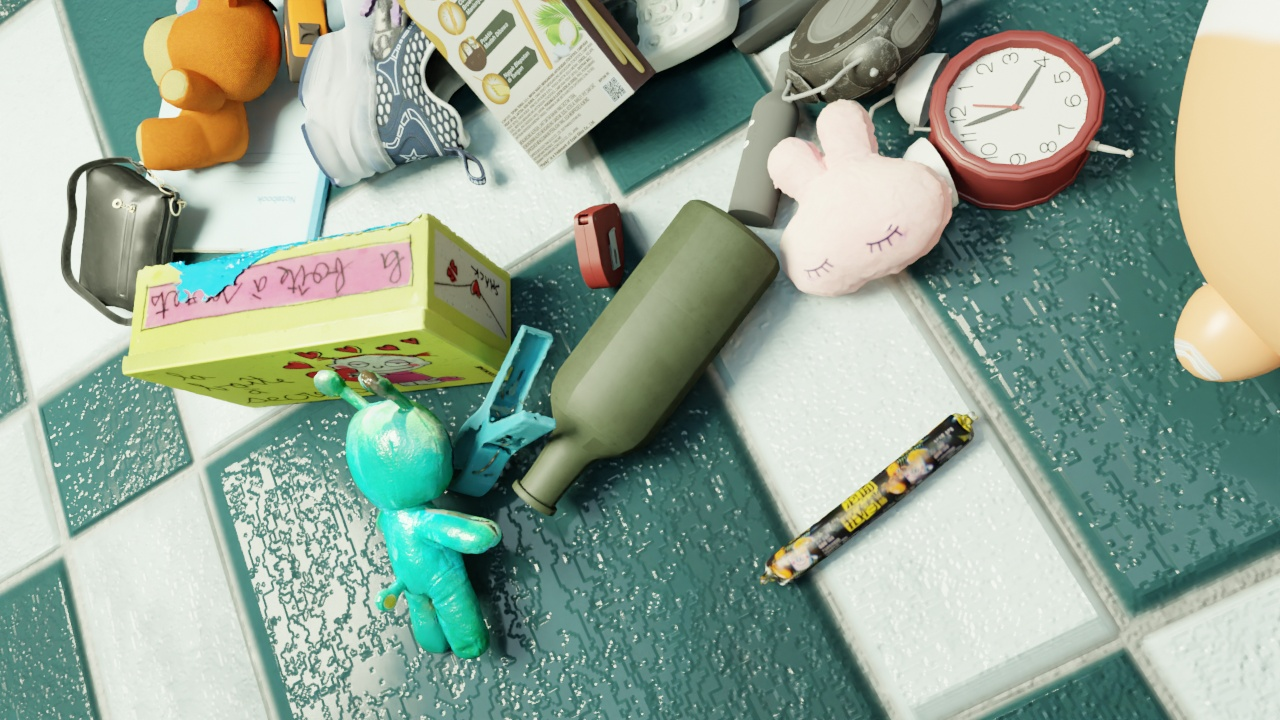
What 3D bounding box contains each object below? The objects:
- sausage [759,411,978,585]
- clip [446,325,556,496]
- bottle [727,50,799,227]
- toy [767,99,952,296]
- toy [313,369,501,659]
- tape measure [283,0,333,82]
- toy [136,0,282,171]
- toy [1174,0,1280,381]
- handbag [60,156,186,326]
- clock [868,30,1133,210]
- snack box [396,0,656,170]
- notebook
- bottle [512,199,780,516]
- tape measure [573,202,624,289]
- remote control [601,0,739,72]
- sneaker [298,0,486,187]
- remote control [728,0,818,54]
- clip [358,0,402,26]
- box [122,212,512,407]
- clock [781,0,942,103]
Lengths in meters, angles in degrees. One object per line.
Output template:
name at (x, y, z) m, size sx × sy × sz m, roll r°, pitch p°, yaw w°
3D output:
sausage at (0.130, 0.081, 0.523) m, size 0.155 × 0.020 × 0.020 m, roll -40°, pitch 69°, yaw 6°
clip at (-0.087, 0.050, 0.562) m, size 0.120 × 0.027 × 0.103 m, roll -48°, pitch 31°, yaw 38°
bottle at (0.083, -0.143, 0.583) m, size 0.030 × 0.030 × 0.113 m, roll 12°, pitch 82°, yaw 20°
toy at (0.119, -0.094, 0.533) m, size 0.109 × 0.053 × 0.105 m, roll -34°, pitch 76°, yaw 41°
toy at (-0.142, 0.093, 0.557) m, size 0.131 × 0.072 × 0.193 m, roll -9°, pitch 98°, yaw 46°
tape measure at (-0.245, -0.238, 0.686) m, size 0.038 × 0.058 × 0.058 m, roll -6°, pitch 67°, yaw -23°
toy at (-0.317, -0.218, 0.684) m, size 0.096 × 0.112 × 0.176 m, roll 34°, pitch 89°, yaw -19°
toy at (0.359, -0.094, 0.370) m, size 0.263 × 0.265 × 0.281 m, roll 21°, pitch 114°, yaw 6°
handbag at (-0.391, -0.089, 0.703) m, size 0.079 × 0.054 × 0.128 m, roll 18°, pitch 105°, yaw 16°
clock at (0.203, -0.137, 0.532) m, size 0.138 × 0.048 × 0.096 m, roll -3°, pitch 77°, yaw 16°
snack box at (-0.088, -0.222, 0.577) m, size 0.186 × 0.031 × 0.101 m, roll 49°, pitch 136°, yaw -14°
notebook at (-0.314, -0.208, 0.738) m, size 0.181 × 0.009 × 0.253 m, roll 2°, pitch 79°, yaw 18°
bottle at (-0.003, 0.003, 0.556) m, size 0.071 × 0.071 × 0.207 m, roll 38°, pitch 91°, yaw 22°
tape measure at (-0.023, -0.074, 0.594) m, size 0.019 × 0.058 × 0.051 m, roll -4°, pitch 106°, yaw 17°
remote control at (0.011, -0.225, 0.616) m, size 0.114 × 0.028 × 0.060 m, roll -10°, pitch 73°, yaw 27°
sneaker at (-0.154, -0.253, 0.663) m, size 0.132 × 0.103 × 0.269 m, roll 4°, pitch 79°, yaw 4°
remote control at (0.122, -0.252, 0.602) m, size 0.147 × 0.015 × 0.033 m, roll -30°, pitch 70°, yaw 10°
clip at (-0.165, -0.244, 0.611) m, size 0.045 × 0.014 × 0.051 m, roll 42°, pitch 84°, yaw 3°
box at (-0.207, -0.023, 0.603) m, size 0.221 × 0.124 × 0.080 m, roll -9°, pitch 73°, yaw 15°
clock at (0.133, -0.191, 0.550) m, size 0.091 × 0.044 × 0.122 m, roll 1°, pitch 56°, yaw 55°
